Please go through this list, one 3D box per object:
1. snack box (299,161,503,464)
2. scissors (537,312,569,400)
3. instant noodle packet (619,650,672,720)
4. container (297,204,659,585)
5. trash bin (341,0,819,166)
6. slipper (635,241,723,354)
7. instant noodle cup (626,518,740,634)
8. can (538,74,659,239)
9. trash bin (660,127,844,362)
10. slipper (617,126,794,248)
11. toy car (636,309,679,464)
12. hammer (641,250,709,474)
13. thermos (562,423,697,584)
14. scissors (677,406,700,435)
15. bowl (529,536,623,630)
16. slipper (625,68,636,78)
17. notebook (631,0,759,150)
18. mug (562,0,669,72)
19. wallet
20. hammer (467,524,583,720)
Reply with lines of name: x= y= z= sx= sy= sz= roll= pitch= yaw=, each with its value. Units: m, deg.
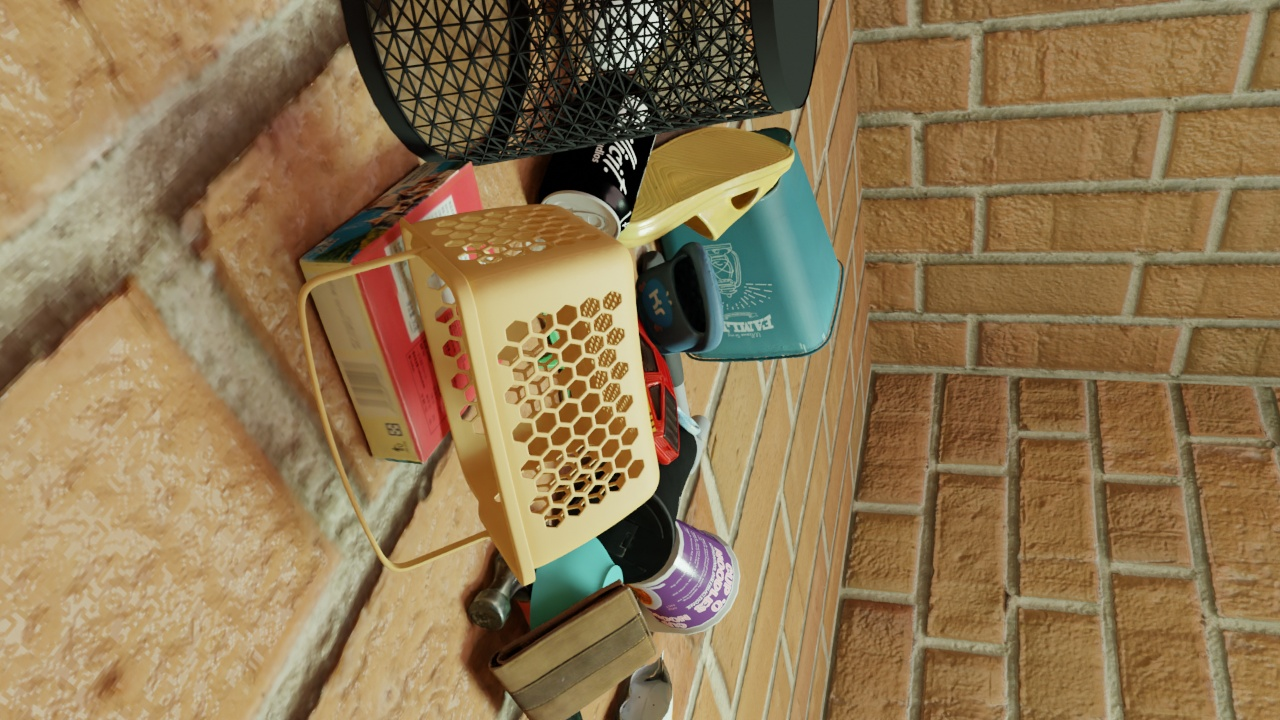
snack box: x=-0.138 y=-0.034 z=0.585 sx=0.144 sy=0.040 sz=0.143 roll=-61 pitch=147 yaw=-52
scissors: x=-0.067 y=-0.010 z=0.831 sx=0.130 sy=0.012 sz=0.116 roll=72 pitch=27 yaw=-47
instant noodle packet: x=0.015 y=0.475 z=1.067 sx=0.146 sy=0.057 sz=0.270 roll=-59 pitch=151 yaw=-51
container: x=-0.089 y=0.017 z=0.506 sx=0.166 sy=0.129 sz=0.184 roll=-20 pitch=122 yaw=-21
trash bin: x=-0.022 y=-0.236 z=0.582 sx=0.216 sy=0.243 sz=0.217 roll=3 pitch=89 yaw=-70
slipper: x=0.031 y=-0.049 z=0.924 sx=0.214 sy=0.059 sz=0.103 roll=148 pitch=-76 yaw=-71
instant noodle cup: x=0.024 y=0.227 z=0.999 sx=0.137 sy=0.122 sz=0.122 roll=-41 pitch=140 yaw=1
can: x=-0.035 y=-0.174 z=0.797 sx=0.080 sy=0.080 sz=0.145 roll=66 pitch=33 yaw=-52
trash bin: x=0.126 y=-0.144 z=1.118 sx=0.198 sy=0.197 sz=0.219 roll=-70 pitch=147 yaw=-41
slipper: x=0.044 y=-0.164 z=0.915 sx=0.262 sy=0.099 sz=0.079 roll=-31 pitch=148 yaw=-35
toy car: x=-0.005 y=0.005 z=0.882 sx=0.081 sy=0.056 sz=0.189 roll=56 pitch=16 yaw=-62
hammer: x=0.038 y=0.010 z=1.104 sx=0.124 sy=0.029 sz=0.311 roll=-65 pitch=150 yaw=-48
thermos: x=0.001 y=0.127 z=0.921 sx=0.218 sy=0.106 sz=0.106 roll=-51 pitch=139 yaw=-67
scissors: x=0.020 y=0.036 z=0.987 sx=0.013 sy=0.129 sz=0.125 roll=-47 pitch=-170 yaw=10
bowl: x=-0.046 y=0.195 z=0.770 sx=0.121 sy=0.046 sz=0.121 roll=5 pitch=89 yaw=-71
slipper: x=-0.004 y=-0.355 z=0.902 sx=0.222 sy=0.056 sz=0.106 roll=75 pitch=24 yaw=-44
notebook: x=0.047 y=-0.263 z=0.965 sx=0.215 sy=0.034 sz=0.190 roll=-58 pitch=154 yaw=-6
mug: x=-0.035 y=-0.305 z=0.786 sx=0.124 sy=0.076 sz=0.090 roll=40 pitch=19 yaw=-40
wallet: x=-0.050 y=0.235 z=0.729 sx=0.027 sy=0.121 sz=0.099 roll=49 pitch=-16 yaw=49
hammer: x=-0.076 y=0.284 z=0.820 sx=0.132 sy=0.033 sz=0.334 roll=-62 pitch=150 yaw=-52
